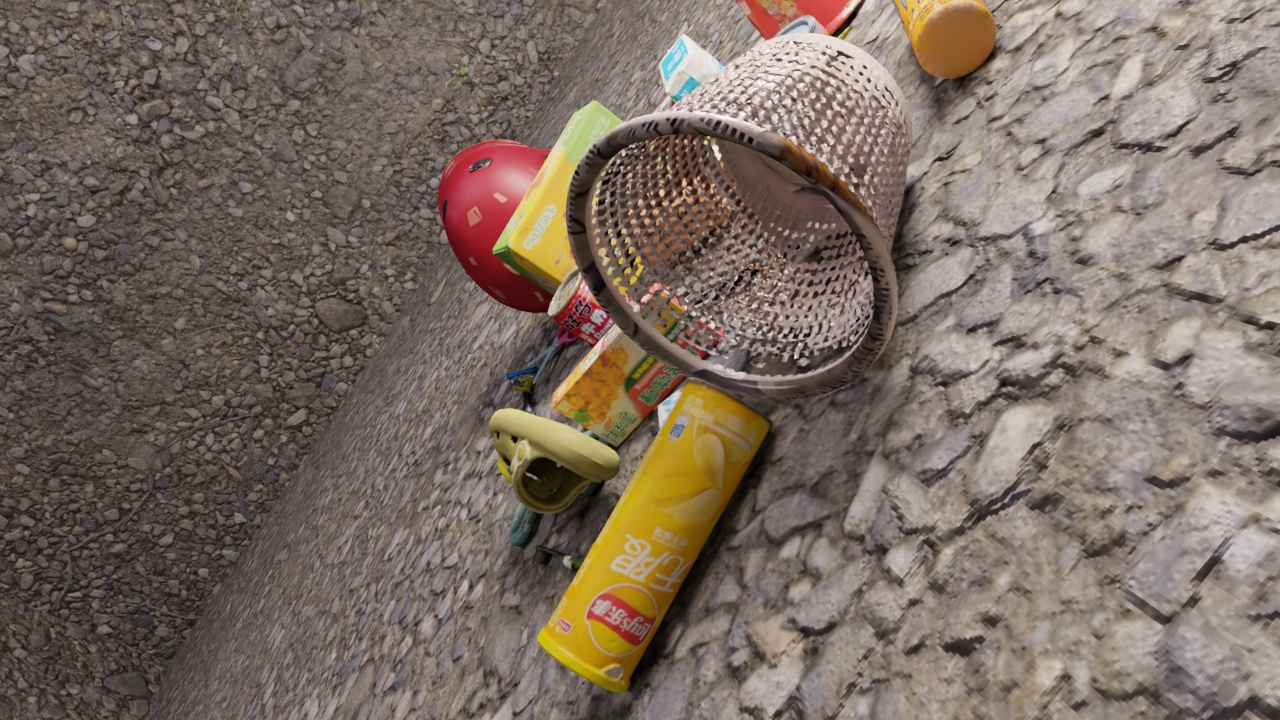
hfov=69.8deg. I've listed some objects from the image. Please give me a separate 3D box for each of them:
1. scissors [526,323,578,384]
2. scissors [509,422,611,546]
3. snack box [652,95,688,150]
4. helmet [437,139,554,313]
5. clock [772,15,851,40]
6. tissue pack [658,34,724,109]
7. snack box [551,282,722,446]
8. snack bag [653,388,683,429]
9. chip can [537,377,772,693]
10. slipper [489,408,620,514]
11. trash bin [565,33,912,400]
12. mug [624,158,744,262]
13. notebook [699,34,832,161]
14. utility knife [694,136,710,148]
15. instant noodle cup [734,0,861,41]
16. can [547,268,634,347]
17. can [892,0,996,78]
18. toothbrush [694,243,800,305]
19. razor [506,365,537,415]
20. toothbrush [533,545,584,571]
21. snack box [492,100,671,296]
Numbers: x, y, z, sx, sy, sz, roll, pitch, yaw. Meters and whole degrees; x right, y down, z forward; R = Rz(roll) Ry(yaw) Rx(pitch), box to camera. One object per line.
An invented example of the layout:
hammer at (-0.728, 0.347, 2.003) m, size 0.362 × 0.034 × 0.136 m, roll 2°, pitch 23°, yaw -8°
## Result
scissors at (-0.105, -0.025, 1.187) m, size 0.135 × 0.017 × 0.133 m, roll -17°, pitch 40°, yaw 53°
scissors at (-0.074, 0.115, 0.917) m, size 0.170 × 0.019 × 0.179 m, roll -61°, pitch 20°, yaw -13°
snack box at (0.031, -0.304, 1.246) m, size 0.127 × 0.044 × 0.113 m, roll -44°, pitch 24°, yaw 35°
helmet at (-0.146, -0.159, 1.177) m, size 0.207 × 0.240 × 0.143 m, roll -46°, pitch 30°, yaw 21°
clock at (0.133, -0.261, 0.899) m, size 0.159 × 0.060 × 0.117 m, roll -24°, pitch 37°, yaw 52°
tissue pack at (0.073, -0.347, 1.151) m, size 0.063 × 0.090 × 0.139 m, roll -48°, pitch 23°, yaw 23°
snack box at (-0.005, 0.005, 0.833) m, size 0.156 × 0.077 × 0.027 m, roll -48°, pitch 22°, yaw 24°
snack bag at (0.030, 0.055, 0.755) m, size 0.048 × 0.026 × 0.104 m, roll -35°, pitch 28°, yaw 21°
chip can at (0.011, 0.119, 0.641) m, size 0.213 × 0.072 × 0.072 m, roll -60°, pitch 20°, yaw -8°
slipper at (-0.091, 0.094, 0.836) m, size 0.191 × 0.091 × 0.081 m, roll 1°, pitch 61°, yaw 61°
trash bin at (0.090, -0.117, 0.639) m, size 0.228 × 0.227 × 0.191 m, roll -30°, pitch 21°, yaw 51°
mug at (0.049, -0.159, 0.963) m, size 0.123 × 0.078 × 0.078 m, roll -25°, pitch 37°, yaw 47°
notebook at (0.124, -0.253, 1.008) m, size 0.210 × 0.012 × 0.150 m, roll -32°, pitch 30°, yaw 47°
utility knife at (0.128, -0.317, 1.080) m, size 0.213 × 0.022 × 0.031 m, roll -42°, pitch 24°, yaw 9°
instant noodle cup at (0.163, -0.407, 0.991) m, size 0.138 × 0.108 × 0.137 m, roll -43°, pitch 24°, yaw 24°
can at (-0.044, -0.048, 0.974) m, size 0.067 × 0.093 × 0.066 m, roll -47°, pitch 23°, yaw 26°
can at (0.235, -0.278, 0.725) m, size 0.058 × 0.058 × 0.145 m, roll -44°, pitch 24°, yaw 32°
toothbrush at (0.079, -0.066, 0.837) m, size 0.190 × 0.014 × 0.016 m, roll -28°, pitch 36°, yaw 51°
razor at (-0.146, 0.046, 1.175) m, size 0.042 × 0.022 × 0.142 m, roll -18°, pitch 25°, yaw -3°
toothbrush at (-0.058, 0.180, 0.795) m, size 0.186 × 0.012 × 0.017 m, roll -7°, pitch 59°, yaw 64°
snack box at (-0.055, -0.175, 1.093) m, size 0.209 × 0.157 × 0.070 m, roll -61°, pitch 22°, yaw -10°
